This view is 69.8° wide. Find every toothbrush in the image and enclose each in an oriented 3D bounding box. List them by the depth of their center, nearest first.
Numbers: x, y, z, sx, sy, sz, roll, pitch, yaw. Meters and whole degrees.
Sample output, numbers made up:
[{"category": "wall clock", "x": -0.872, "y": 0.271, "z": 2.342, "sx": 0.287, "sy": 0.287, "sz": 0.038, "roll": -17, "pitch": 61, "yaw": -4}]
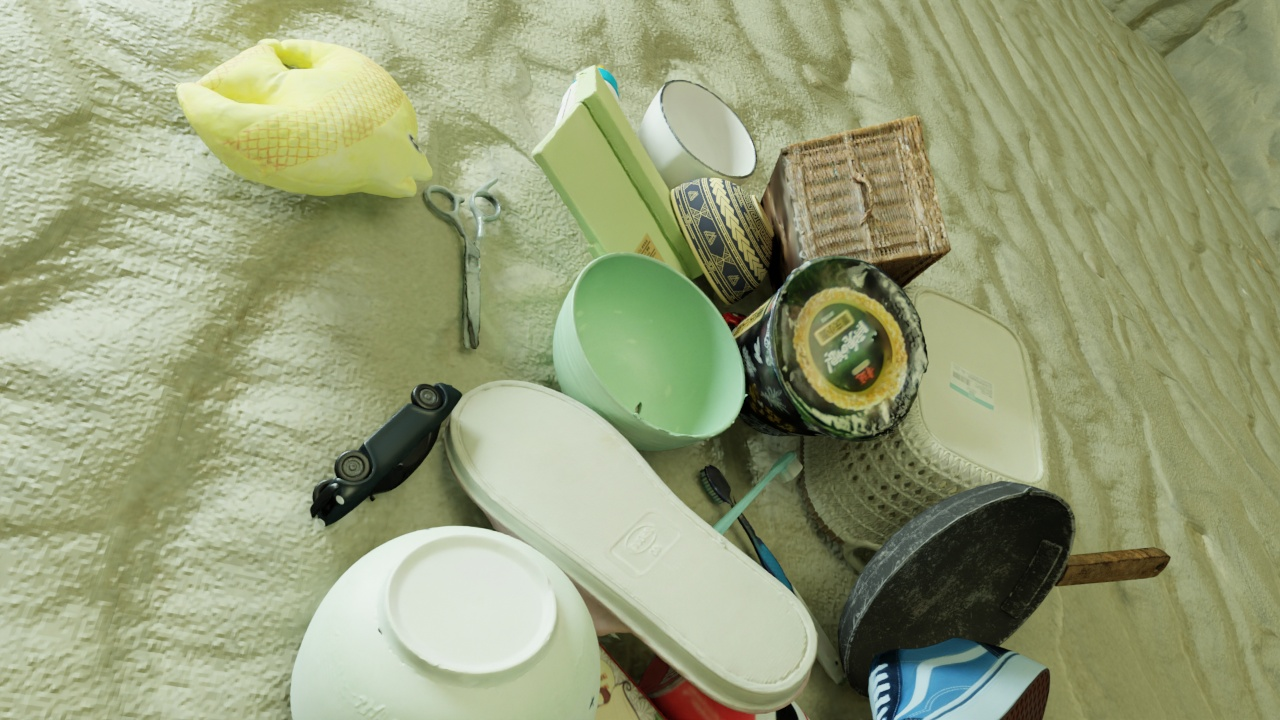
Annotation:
[{"category": "toothbrush", "x": 0.065, "y": 0.118, "z": 0.663, "sx": 0.180, "sy": 0.016, "sz": 0.016, "roll": -35, "pitch": 95, "yaw": -38}, {"category": "toothbrush", "x": 0.098, "y": 0.160, "z": 0.684, "sx": 0.016, "sy": 0.017, "sz": 0.189, "roll": -28, "pitch": 82, "yaw": -37}]

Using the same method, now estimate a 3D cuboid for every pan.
[{"category": "pan", "x": 0.293, "y": 0.166, "z": 0.709, "sx": 0.356, "sy": 0.208, "sz": 0.040, "roll": 0, "pitch": 32, "yaw": -31}]

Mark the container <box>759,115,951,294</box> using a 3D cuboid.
[{"category": "container", "x": 0.174, "y": -0.115, "z": 0.795, "sx": 0.113, "sy": 0.198, "sz": 0.113, "roll": -9, "pitch": 82, "yaw": 0}]

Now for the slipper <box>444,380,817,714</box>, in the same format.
[{"category": "slipper", "x": -0.016, "y": 0.109, "z": 0.554, "sx": 0.274, "sy": 0.055, "sz": 0.113, "roll": 39, "pitch": 44, "yaw": 24}]

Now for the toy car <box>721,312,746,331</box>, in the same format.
[{"category": "toy car", "x": 0.087, "y": 0.003, "z": 0.775, "sx": 0.042, "sy": 0.036, "sz": 0.091, "roll": 7, "pitch": 63, "yaw": -36}]

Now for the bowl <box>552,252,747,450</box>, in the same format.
[{"category": "bowl", "x": -0.004, "y": 0.004, "z": 0.660, "sx": 0.150, "sy": 0.077, "sz": 0.150, "roll": 22, "pitch": 48, "yaw": -28}]

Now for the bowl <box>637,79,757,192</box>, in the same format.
[{"category": "bowl", "x": 0.046, "y": -0.197, "z": 0.859, "sx": 0.116, "sy": 0.066, "sz": 0.116, "roll": 22, "pitch": 48, "yaw": -28}]

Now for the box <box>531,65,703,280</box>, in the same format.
[{"category": "box", "x": -0.007, "y": -0.128, "z": 0.734, "sx": 0.188, "sy": 0.044, "sz": 0.140, "roll": 56, "pitch": 37, "yaw": -31}]

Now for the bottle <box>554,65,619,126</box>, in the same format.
[{"category": "bottle", "x": -0.045, "y": -0.217, "z": 0.805, "sx": 0.051, "sy": 0.051, "sz": 0.145, "roll": 29, "pitch": 45, "yaw": -22}]

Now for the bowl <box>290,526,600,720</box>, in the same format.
[{"category": "bowl", "x": -0.088, "y": 0.139, "z": 0.451, "sx": 0.153, "sy": 0.073, "sz": 0.153, "roll": 13, "pitch": 34, "yaw": -9}]

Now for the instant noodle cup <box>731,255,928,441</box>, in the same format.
[{"category": "instant noodle cup", "x": 0.132, "y": 0.001, "z": 0.708, "sx": 0.137, "sy": 0.112, "sz": 0.137, "roll": 5, "pitch": 77, "yaw": -22}]

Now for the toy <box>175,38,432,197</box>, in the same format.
[{"category": "toy", "x": -0.211, "y": -0.162, "z": 0.614, "sx": 0.155, "sy": 0.065, "sz": 0.170, "roll": 30, "pitch": 37, "yaw": -5}]

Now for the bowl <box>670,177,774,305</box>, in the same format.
[{"category": "bowl", "x": 0.080, "y": -0.111, "z": 0.794, "sx": 0.112, "sy": 0.061, "sz": 0.112, "roll": 57, "pitch": 16, "yaw": -27}]

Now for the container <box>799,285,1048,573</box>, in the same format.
[{"category": "container", "x": 0.243, "y": 0.056, "z": 0.788, "sx": 0.184, "sy": 0.143, "sz": 0.245, "roll": 22, "pitch": 47, "yaw": -11}]

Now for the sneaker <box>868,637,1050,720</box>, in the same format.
[{"category": "sneaker", "x": 0.174, "y": 0.240, "z": 0.587, "sx": 0.240, "sy": 0.098, "sz": 0.083, "roll": -7, "pitch": 105, "yaw": -49}]

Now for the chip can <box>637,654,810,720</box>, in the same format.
[{"category": "chip can", "x": 0.099, "y": 0.267, "z": 0.563, "sx": 0.233, "sy": 0.073, "sz": 0.072, "roll": 50, "pitch": 41, "yaw": -1}]

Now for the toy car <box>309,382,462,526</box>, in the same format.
[{"category": "toy car", "x": -0.143, "y": 0.053, "z": 0.527, "sx": 0.034, "sy": 0.046, "sz": 0.111, "roll": 43, "pitch": 40, "yaw": -4}]

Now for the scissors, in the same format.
[{"category": "scissors", "x": -0.115, "y": -0.076, "z": 0.669, "sx": 0.094, "sy": 0.014, "sz": 0.170, "roll": -7, "pitch": 63, "yaw": -43}]

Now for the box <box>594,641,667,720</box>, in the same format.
[{"category": "box", "x": -0.001, "y": 0.261, "z": 0.497, "sx": 0.205, "sy": 0.050, "sz": 0.117, "roll": 51, "pitch": 42, "yaw": -1}]
